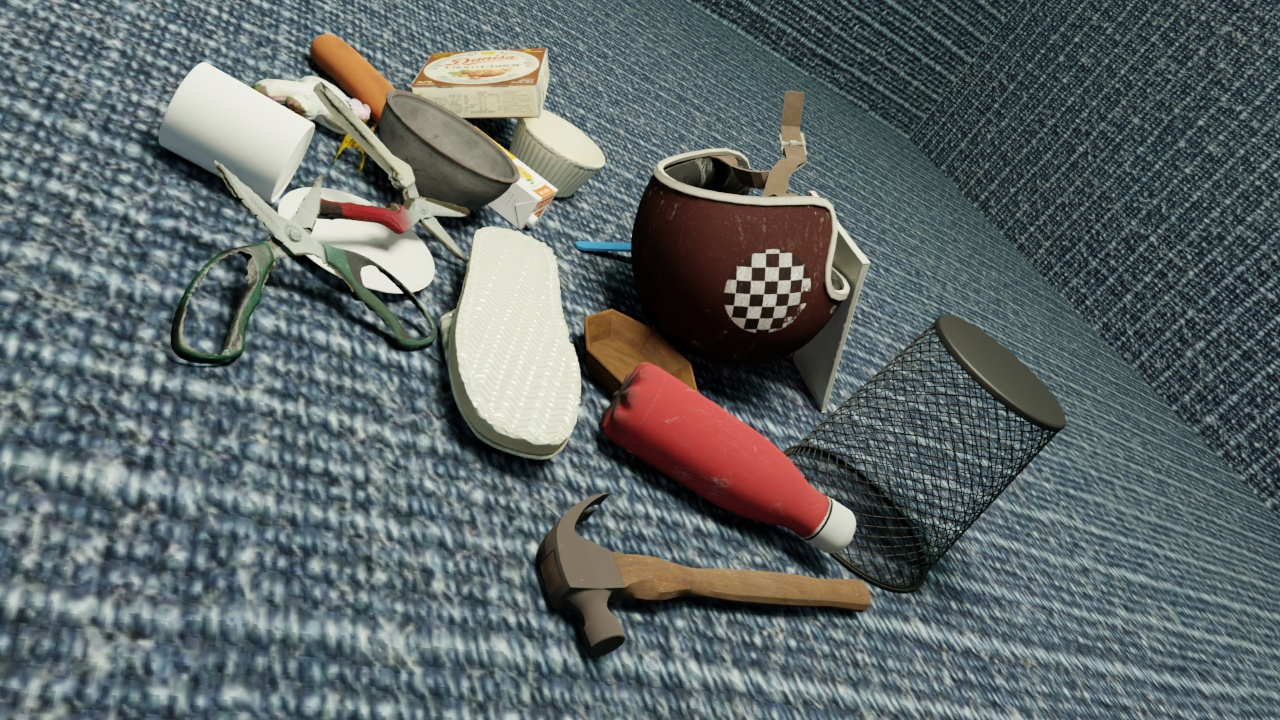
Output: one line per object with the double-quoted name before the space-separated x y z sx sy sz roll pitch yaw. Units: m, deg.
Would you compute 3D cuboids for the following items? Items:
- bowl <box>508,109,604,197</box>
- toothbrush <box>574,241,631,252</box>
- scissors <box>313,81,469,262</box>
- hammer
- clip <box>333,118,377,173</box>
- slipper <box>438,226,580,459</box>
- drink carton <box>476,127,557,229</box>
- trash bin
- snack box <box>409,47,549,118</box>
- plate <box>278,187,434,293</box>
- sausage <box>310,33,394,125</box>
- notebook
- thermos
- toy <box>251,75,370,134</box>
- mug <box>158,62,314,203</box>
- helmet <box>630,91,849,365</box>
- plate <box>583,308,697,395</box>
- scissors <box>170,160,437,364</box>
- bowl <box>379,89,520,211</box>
"bowl" -0.107 -0.242 1.095 0.115 0.063 0.115 28 28 -17
"toothbrush" -0.004 -0.134 1.067 0.166 0.014 0.016 -3 41 -36
"scissors" -0.216 -0.149 0.772 0.198 0.015 0.179 -43 115 -58
"hammer" 0.064 0.168 0.691 0.322 0.033 0.115 15 36 -38
"clip" -0.265 -0.203 0.870 0.054 0.048 0.046 -98 170 -56
"slipper" -0.106 -0.022 0.757 0.114 0.054 0.272 19 36 -25
"drink carton" -0.152 -0.196 0.991 0.122 0.040 0.058 38 27 0
"trash bin" 0.269 0.081 0.871 0.184 0.211 0.183 28 28 -17
"snack box" -0.184 -0.327 1.081 0.143 0.041 0.146 -2 34 1
"plate" -0.237 -0.098 0.767 0.134 0.011 0.134 28 28 -17
"sausage" -0.291 -0.290 0.969 0.039 0.045 0.164 -38 74 -26
"notebook" 0.205 -0.067 1.056 0.012 0.209 0.153 -5 40 -13
"thermos" 0.081 0.092 0.783 0.240 0.073 0.073 33 27 -10
"toy" -0.310 -0.250 0.891 0.079 0.038 0.122 36 22 16
"mug" -0.322 -0.182 0.745 0.090 0.074 0.110 29 2 -17
"helmet" 0.105 -0.125 0.953 0.233 0.254 0.233 -7 28 -20
"plate" -0.005 0.005 0.868 0.131 0.025 0.131 28 28 -17
"scissors" -0.239 -0.047 0.647 0.201 0.015 0.204 46 39 -23
"bowl" -0.196 -0.192 0.892 0.145 0.067 0.144 33 20 -14
